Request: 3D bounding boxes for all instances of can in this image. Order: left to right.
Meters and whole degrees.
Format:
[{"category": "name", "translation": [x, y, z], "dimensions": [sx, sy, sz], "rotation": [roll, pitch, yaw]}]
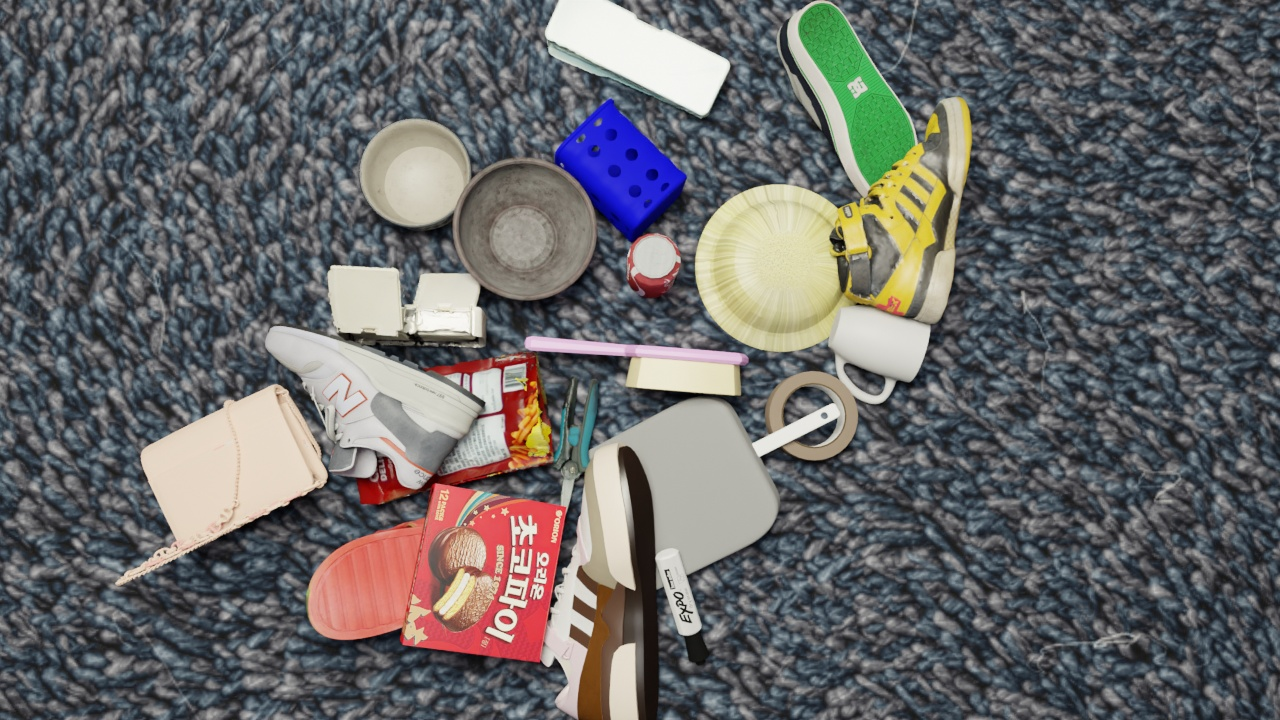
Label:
[{"category": "can", "translation": [0.012, -0.098, 0.951], "dimensions": [0.054, 0.096, 0.054], "rotation": [0, 85, -2]}]

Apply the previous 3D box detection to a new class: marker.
[{"category": "marker", "translation": [0.045, 0.256, 0.947], "dimensions": [0.025, 0.025, 0.126], "rotation": [-18, 99, -3]}]

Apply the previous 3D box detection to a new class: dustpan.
[{"category": "dustpan", "translation": [0.088, 0.110, 0.953], "dimensions": [0.258, 0.033, 0.163], "rotation": [-29, 86, 14]}]

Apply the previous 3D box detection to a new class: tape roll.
[{"category": "tape roll", "translation": [0.181, 0.059, 0.975], "dimensions": [0.093, 0.030, 0.093], "rotation": [0, 85, -2]}]

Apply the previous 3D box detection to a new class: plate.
[{"category": "plate", "translation": [0.153, -0.103, 0.985], "dimensions": [0.184, 0.036, 0.184], "rotation": [0, 85, -2]}]

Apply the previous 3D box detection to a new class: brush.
[{"category": "brush", "translation": [-0.006, 0.006, 0.945], "dimensions": [0.228, 0.089, 0.043], "rotation": [5, 89, -2]}]

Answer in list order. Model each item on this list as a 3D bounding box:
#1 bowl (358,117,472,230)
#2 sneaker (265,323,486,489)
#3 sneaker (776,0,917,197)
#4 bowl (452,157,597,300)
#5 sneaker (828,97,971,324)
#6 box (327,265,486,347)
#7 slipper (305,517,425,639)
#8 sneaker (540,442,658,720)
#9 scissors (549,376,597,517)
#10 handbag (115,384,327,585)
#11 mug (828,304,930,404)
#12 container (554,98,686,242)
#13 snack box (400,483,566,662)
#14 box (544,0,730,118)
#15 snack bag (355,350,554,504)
[{"category": "bowl", "translation": [-0.232, -0.190, 0.970], "dimensions": [0.115, 0.059, 0.115], "rotation": [0, 85, -2]}, {"category": "sneaker", "translation": [-0.282, 0.051, 0.907], "dimensions": [0.240, 0.089, 0.124], "rotation": [17, 78, 12]}, {"category": "sneaker", "translation": [0.222, -0.268, 0.991], "dimensions": [0.084, 0.079, 0.235], "rotation": [-34, 104, -10]}, {"category": "bowl", "translation": [-0.122, -0.132, 0.960], "dimensions": [0.145, 0.067, 0.145], "rotation": [0, 89, -9]}, {"category": "sneaker", "translation": [0.262, -0.161, 0.940], "dimensions": [0.122, 0.086, 0.238], "rotation": [10, 79, 2]}, {"category": "box", "translation": [-0.224, -0.059, 0.898], "dimensions": [0.143, 0.182, 0.081], "rotation": [1, 84, -9]}, {"category": "slipper", "translation": [-0.213, 0.212, 0.939], "dimensions": [0.248, 0.059, 0.103], "rotation": [-13, 85, -18]}, {"category": "sneaker", "translation": [-0.049, 0.227, 0.920], "dimensions": [0.116, 0.111, 0.294], "rotation": [-2, 99, 11]}, {"category": "scissors", "translation": [-0.064, 0.089, 0.965], "dimensions": [0.135, 0.019, 0.130], "rotation": [-39, 70, 10]}, {"category": "handbag", "translation": [-0.401, 0.102, 0.877], "dimensions": [0.199, 0.187, 0.116], "rotation": [-26, 93, 1]}, {"category": "mug", "translation": [0.243, -0.007, 0.971], "dimensions": [0.089, 0.071, 0.107], "rotation": [16, 112, 3]}, {"category": "container", "translation": [-0.020, -0.197, 0.965], "dimensions": [0.113, 0.084, 0.085], "rotation": [44, 84, 1]}, {"category": "snack box", "translation": [-0.154, 0.209, 0.908], "dimensions": [0.132, 0.036, 0.152], "rotation": [13, 77, -16]}, {"category": "box", "translation": [-0.004, -0.331, 0.993], "dimensions": [0.199, 0.073, 0.085], "rotation": [25, 66, -1]}, {"category": "snack bag", "translation": [-0.200, 0.065, 0.950], "dimensions": [0.208, 0.067, 0.139], "rotation": [-10, 80, 0]}]
